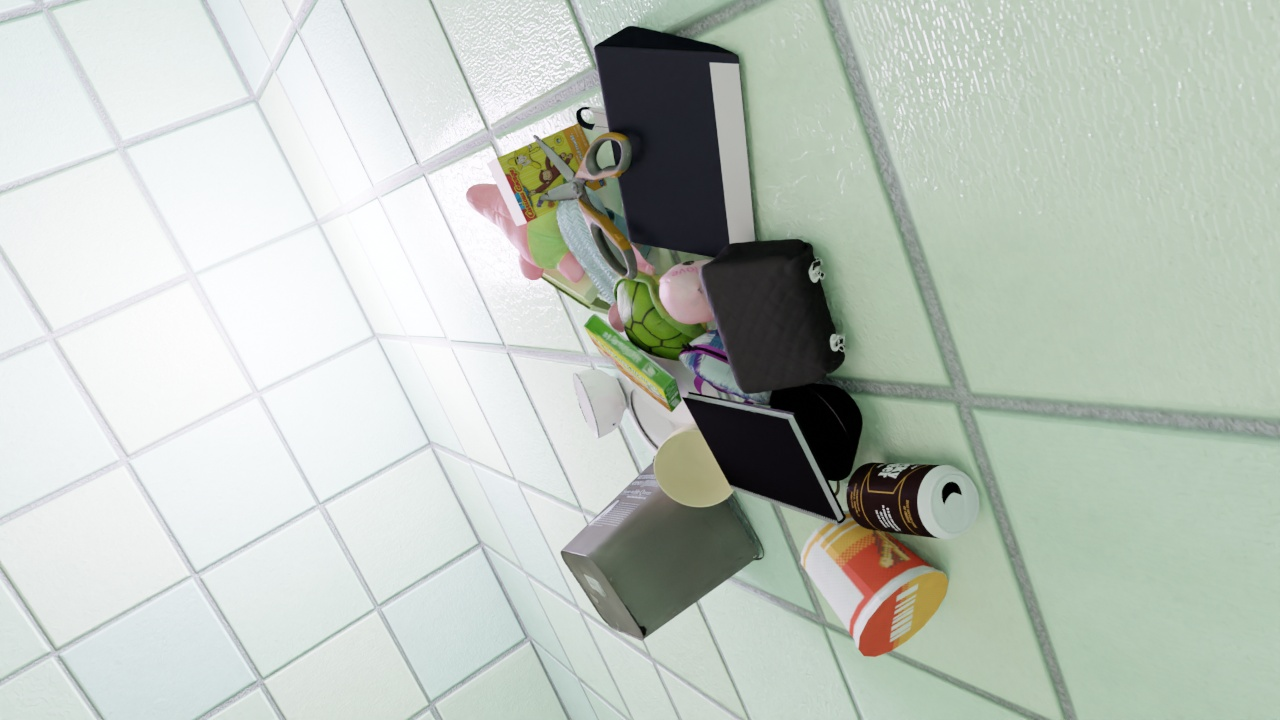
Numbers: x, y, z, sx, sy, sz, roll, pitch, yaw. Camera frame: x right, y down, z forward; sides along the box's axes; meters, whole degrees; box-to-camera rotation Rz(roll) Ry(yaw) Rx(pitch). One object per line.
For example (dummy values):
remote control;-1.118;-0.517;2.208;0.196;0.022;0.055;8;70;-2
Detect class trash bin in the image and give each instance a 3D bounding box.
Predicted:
trash bin;0.022;0.280;1.371;0.197;0.219;0.198;58;156;-9

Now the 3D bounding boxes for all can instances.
can;0.272;0.140;0.930;0.072;0.071;0.129;63;156;-7

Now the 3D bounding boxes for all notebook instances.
notebook;0.141;0.111;1.081;0.207;0.016;0.149;9;132;59

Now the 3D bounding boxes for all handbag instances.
handbag;0.151;-0.055;0.962;0.125;0.114;0.154;-4;112;38
handbag;0.107;0.025;1.115;0.144;0.068;0.170;24;165;2

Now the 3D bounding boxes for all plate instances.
plate;0.024;0.095;1.429;0.208;0.015;0.209;44;152;31
plate;0.034;0.035;1.288;0.188;0.016;0.189;33;150;22

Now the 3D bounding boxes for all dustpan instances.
dustpan;0.018;-0.249;1.030;0.273;0.079;0.237;15;133;31

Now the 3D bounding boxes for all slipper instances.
slipper;-0.027;-0.134;1.207;0.104;0.074;0.245;19;150;49

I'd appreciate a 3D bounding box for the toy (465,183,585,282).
toy;-0.159;-0.205;1.321;0.237;0.096;0.192;26;118;29

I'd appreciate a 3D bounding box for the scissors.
scissors;-0.059;-0.188;1.077;0.226;0.016;0.225;-7;107;58

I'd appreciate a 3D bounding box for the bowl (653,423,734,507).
bowl;0.082;0.134;1.278;0.073;0.118;0.118;-66;-43;-66

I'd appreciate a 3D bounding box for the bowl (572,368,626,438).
bowl;-0.062;0.064;1.490;0.113;0.063;0.113;160;90;-78

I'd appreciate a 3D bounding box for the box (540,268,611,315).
box;-0.097;-0.138;1.373;0.188;0.091;0.083;34;110;44

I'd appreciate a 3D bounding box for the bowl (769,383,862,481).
bowl;0.203;0.065;1.001;0.124;0.052;0.124;44;152;31

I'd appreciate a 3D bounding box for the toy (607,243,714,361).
toy;0.033;-0.061;1.116;0.190;0.087;0.239;45;153;-11

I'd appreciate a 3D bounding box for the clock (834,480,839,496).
clock;0.189;0.112;1.089;0.129;0.052;0.090;39;149;30

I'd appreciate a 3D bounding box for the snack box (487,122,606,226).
snack box;-0.121;-0.243;1.198;0.040;0.125;0.088;2;119;63

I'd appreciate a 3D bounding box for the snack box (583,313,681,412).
snack box;-0.007;0.007;1.194;0.132;0.027;0.168;39;174;12

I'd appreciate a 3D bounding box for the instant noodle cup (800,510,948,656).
instant noodle cup;0.255;0.243;1.034;0.121;0.123;0.124;47;154;43
